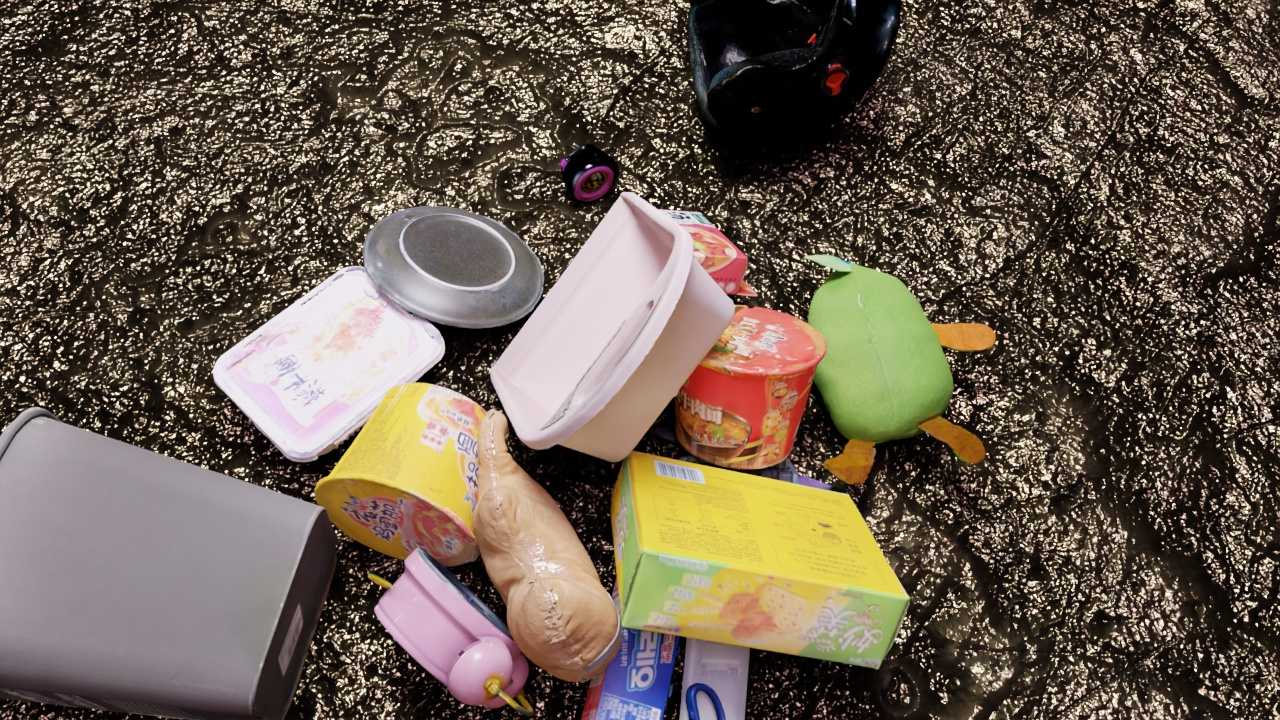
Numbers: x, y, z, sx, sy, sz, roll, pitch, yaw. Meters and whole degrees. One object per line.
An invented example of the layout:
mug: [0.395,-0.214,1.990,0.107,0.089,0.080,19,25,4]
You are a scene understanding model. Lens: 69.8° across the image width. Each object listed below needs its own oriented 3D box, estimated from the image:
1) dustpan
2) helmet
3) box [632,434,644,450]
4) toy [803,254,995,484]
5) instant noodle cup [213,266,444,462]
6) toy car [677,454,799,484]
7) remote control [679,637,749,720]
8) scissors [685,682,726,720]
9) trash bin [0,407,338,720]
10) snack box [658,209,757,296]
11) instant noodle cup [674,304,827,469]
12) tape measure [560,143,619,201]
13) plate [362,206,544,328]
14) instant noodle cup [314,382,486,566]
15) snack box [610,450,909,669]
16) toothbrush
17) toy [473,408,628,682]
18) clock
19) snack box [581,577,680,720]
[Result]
dustpan: [-0.045,-0.041,0.751,0.273,0.138,0.222,38,94,42]
helmet: [0.163,-0.365,0.981,0.229,0.276,0.233,3,67,-34]
box: [-0.005,0.005,0.879,0.090,0.059,0.183,32,65,13]
toy: [0.227,0.004,0.883,0.227,0.090,0.246,-10,59,5]
instant noodle cup: [-0.281,0.009,0.849,0.138,0.060,0.173,40,66,15]
toy car: [0.084,0.115,0.836,0.120,0.037,0.054,1,75,-4]
remote control: [0.061,0.253,0.743,0.055,0.020,0.136,10,78,-23]
scissors: [0.042,0.330,0.688,0.162,0.012,0.175,15,66,-30]
trash bin: [-0.362,0.173,0.685,0.219,0.199,0.198,15,62,-5]
snack box: [0.043,-0.109,0.906,0.127,0.044,0.113,0,31,-25]
instant noodle cup: [0.092,0.025,0.825,0.138,0.109,0.137,3,26,-2]
tape measure: [-0.056,-0.203,0.986,0.058,0.057,0.039,-41,61,22]
plate: [-0.180,-0.101,0.904,0.179,0.024,0.179,13,44,-13]
instant noodle cup: [-0.186,0.094,0.776,0.138,0.138,0.109,16,52,3]
snack box: [0.085,0.155,0.734,0.210,0.070,0.157,13,20,-10]
toothbrush: [0.099,0.096,0.866,0.189,0.017,0.014,19,73,2]
toy: [-0.086,0.146,0.724,0.082,0.144,0.226,-23,55,-14]
clock: [-0.139,0.219,0.718,0.158,0.117,0.059,37,75,17]
snack box: [-0.011,0.267,0.730,0.057,0.058,0.207,19,61,-7]
